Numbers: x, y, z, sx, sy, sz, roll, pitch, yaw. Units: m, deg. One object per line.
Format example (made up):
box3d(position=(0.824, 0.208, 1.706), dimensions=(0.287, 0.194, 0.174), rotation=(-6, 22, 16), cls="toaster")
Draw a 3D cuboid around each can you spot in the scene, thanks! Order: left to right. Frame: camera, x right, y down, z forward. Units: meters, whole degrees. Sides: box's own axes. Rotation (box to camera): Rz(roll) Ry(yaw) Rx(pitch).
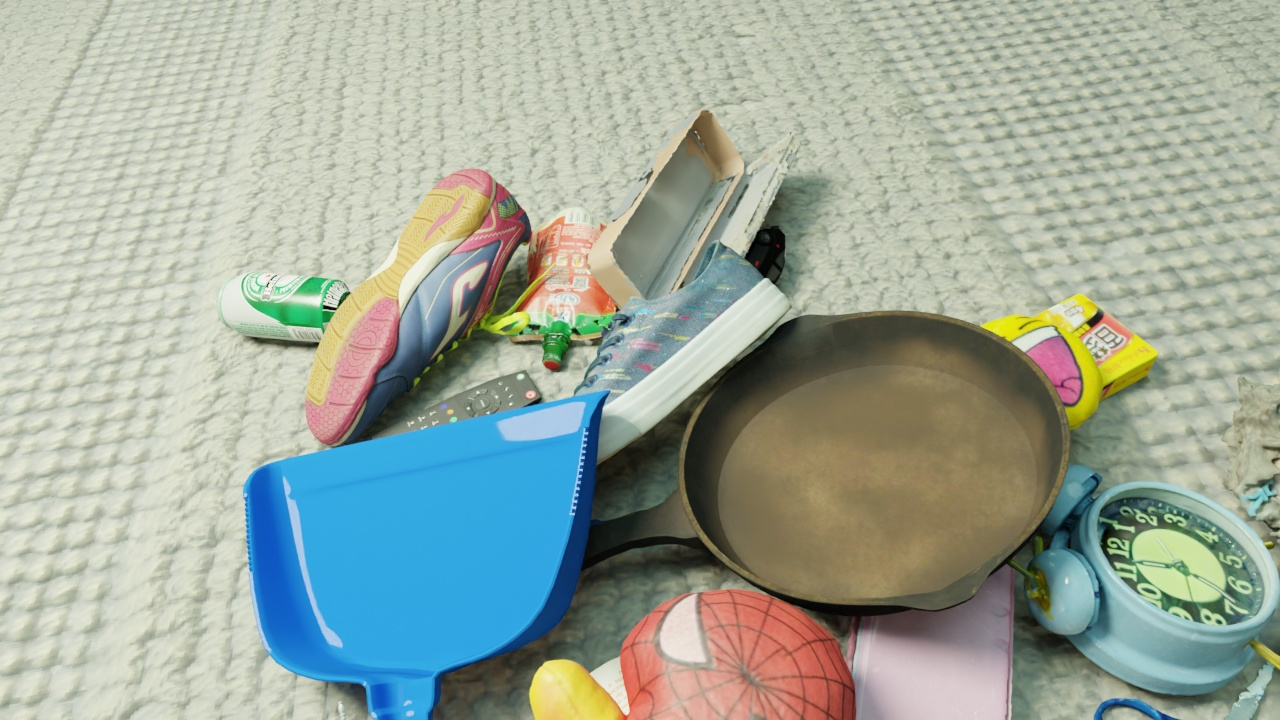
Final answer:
box3d(position=(-0.285, -0.043, 0.746), dimensions=(0.101, 0.053, 0.053), rotation=(5, 49, 10), cls="can")

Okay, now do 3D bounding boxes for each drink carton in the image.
box3d(position=(0.009, 0.224, 0.495), dimensions=(0.069, 0.039, 0.122), rotation=(-31, 59, -21), cls="drink carton")

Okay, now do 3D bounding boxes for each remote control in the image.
box3d(position=(-0.136, 0.043, 0.683), dimensions=(0.124, 0.010, 0.039), rotation=(-23, 50, -14), cls="remote control")

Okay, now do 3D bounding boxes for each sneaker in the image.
box3d(position=(-0.161, -0.030, 0.711), dimensions=(0.116, 0.091, 0.241), rotation=(20, 73, 40), cls="sneaker")
box3d(position=(-0.004, 0.004, 0.631), dimensions=(0.235, 0.088, 0.079), rotation=(-38, 89, -18), cls="sneaker")

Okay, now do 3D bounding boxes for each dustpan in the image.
box3d(position=(-0.124, 0.156, 0.528), dimensions=(0.246, 0.059, 0.257), rotation=(-13, 72, 15), cls="dustpan")

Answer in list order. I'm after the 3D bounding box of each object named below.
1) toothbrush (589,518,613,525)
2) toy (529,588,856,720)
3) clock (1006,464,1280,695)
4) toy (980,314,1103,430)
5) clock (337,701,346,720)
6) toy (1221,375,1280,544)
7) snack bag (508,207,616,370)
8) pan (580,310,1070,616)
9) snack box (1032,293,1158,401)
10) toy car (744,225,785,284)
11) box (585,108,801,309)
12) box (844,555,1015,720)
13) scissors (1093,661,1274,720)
box3d(position=(-0.005, 0.112, 0.604), dimensions=(0.132, 0.016, 0.021), rotation=(-8, 45, -2), cls="toothbrush")
box3d(position=(0.013, 0.195, 0.433), dimensions=(0.215, 0.099, 0.147), rotation=(-28, 68, -28), cls="toy")
box3d(position=(0.282, 0.121, 0.531), dimensions=(0.162, 0.060, 0.117), rotation=(14, 45, 10), cls="clock")
box3d(position=(0.261, 0.009, 0.618), dimensions=(0.095, 0.041, 0.094), rotation=(-28, 57, -19), cls="toy")
box3d(position=(-0.129, 0.232, 0.451), dimensions=(0.123, 0.042, 0.087), rotation=(32, 87, 25), cls="clock")
box3d(position=(0.439, 0.055, 0.572), dimensions=(0.175, 0.076, 0.132), rotation=(-21, 78, -13), cls="toy")
box3d(position=(-0.061, -0.058, 0.751), dimensions=(0.087, 0.044, 0.154), rotation=(-2, 52, 11), cls="snack bag")
box3d(position=(0.078, 0.084, 0.567), dimensions=(0.356, 0.043, 0.248), rotation=(-21, 39, 3), cls="pan")
box3d(position=(0.286, 0.009, 0.662), dimensions=(0.152, 0.025, 0.075), rotation=(-24, 51, -16), cls="snack box")
box3d(position=(0.092, -0.069, 0.742), dimensions=(0.036, 0.042, 0.091), rotation=(31, 55, -3), cls="toy car")
box3d(position=(0.041, -0.128, 0.766), dimensions=(0.108, 0.095, 0.215), rotation=(34, 54, -6), cls="box")
box3d(position=(0.174, 0.141, 0.541), dimensions=(0.098, 0.046, 0.232), rotation=(10, 50, 15), cls="box")
box3d(position=(0.308, 0.196, 0.500), dimensions=(0.133, 0.015, 0.103), rotation=(-35, 53, -25), cls="scissors")
